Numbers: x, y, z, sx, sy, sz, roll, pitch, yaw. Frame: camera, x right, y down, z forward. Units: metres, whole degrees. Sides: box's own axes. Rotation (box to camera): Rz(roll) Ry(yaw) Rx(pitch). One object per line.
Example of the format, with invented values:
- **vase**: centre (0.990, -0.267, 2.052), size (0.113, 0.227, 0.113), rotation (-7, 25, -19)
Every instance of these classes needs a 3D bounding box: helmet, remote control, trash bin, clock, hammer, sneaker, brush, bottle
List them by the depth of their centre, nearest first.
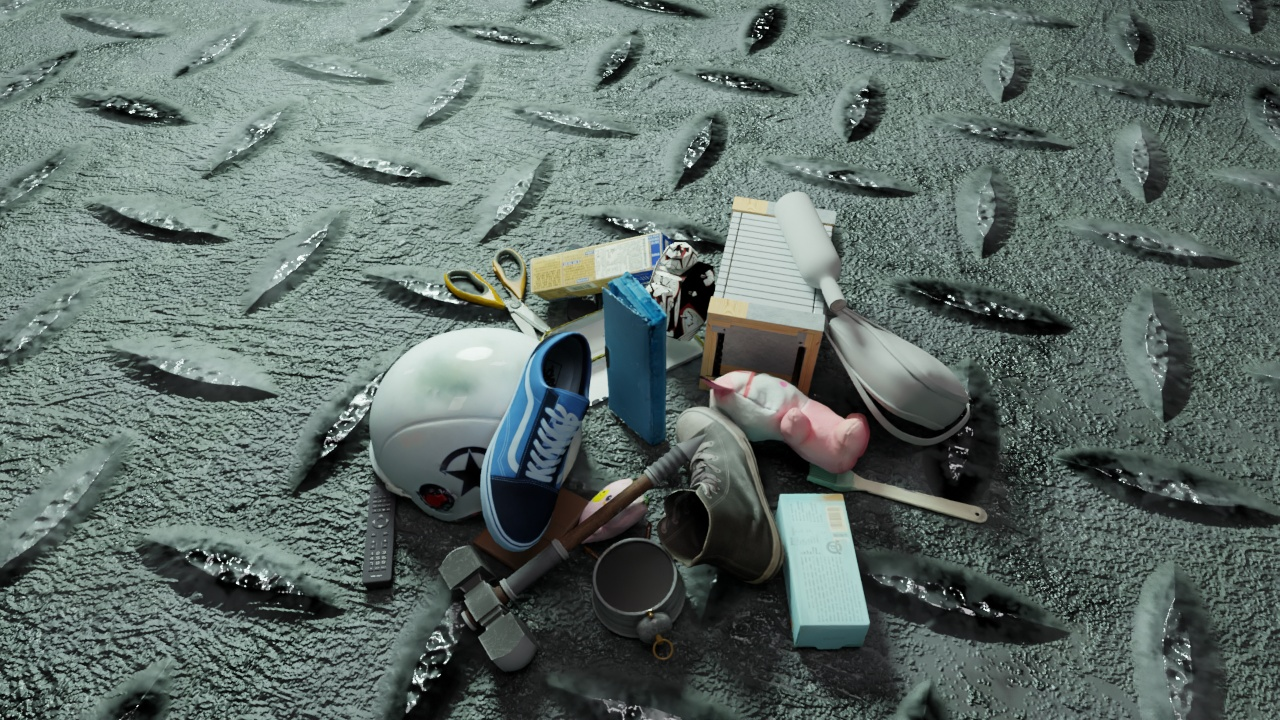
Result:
- **sneaker**: centre (-0.104, 0.077, 0.964), size (0.083, 0.098, 0.240), rotation (20, 68, -21)
- **clock**: centre (0.001, 0.254, 0.987), size (0.104, 0.056, 0.147), rotation (-19, 49, -9)
- **hammer**: centre (-0.056, 0.180, 0.991), size (0.322, 0.043, 0.156), rotation (-38, 56, -7)
- **sneaker**: centre (0.068, 0.141, 1.046), size (0.119, 0.095, 0.234), rotation (20, 42, -38)
- **remote control**: centre (-0.299, 0.200, 1.057), size (0.032, 0.015, 0.136), rotation (-5, 44, -7)
- **helmet**: centre (-0.205, 0.052, 1.095), size (0.264, 0.164, 0.236), rotation (2, 44, 5)
- **brush**: centre (0.312, 0.162, 1.119), size (0.218, 0.012, 0.033), rotation (14, 47, 9)
- **bottle**: centre (0.221, -0.136, 1.169), size (0.052, 0.053, 0.195), rotation (-6, 47, -8)
- **clock**: centre (0.053, -0.090, 1.206), size (0.065, 0.155, 0.114), rotation (20, 75, 27)
- **trash bin**: centre (0.175, -0.084, 1.255), size (0.142, 0.143, 0.246), rotation (10, 47, 7)
- **remote control**: centre (-0.086, -0.100, 1.352), size (0.046, 0.009, 0.124), rotation (-1, 47, -3)

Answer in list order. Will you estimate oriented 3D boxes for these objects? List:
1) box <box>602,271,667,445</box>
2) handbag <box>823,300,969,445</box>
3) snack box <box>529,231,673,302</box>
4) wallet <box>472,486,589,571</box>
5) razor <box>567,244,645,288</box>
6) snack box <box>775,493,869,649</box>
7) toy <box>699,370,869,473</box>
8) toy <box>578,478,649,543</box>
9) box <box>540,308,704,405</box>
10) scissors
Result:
- **box**: centre (-0.007, 0.007, 1.103), size (0.048, 0.232, 0.093), rotation (-23, 54, -18)
- **handbag**: centre (0.315, -0.001, 1.198), size (0.215, 0.096, 0.222), rotation (19, 26, -44)
- **snack box**: centre (-0.052, -0.129, 1.289), size (0.207, 0.057, 0.056), rotation (-8, 74, 22)
- **wallet**: centre (-0.125, 0.191, 1.073), size (0.087, 0.013, 0.120), rotation (24, 50, 25)
- **razor**: centre (-0.054, -0.126, 1.348), size (0.143, 0.047, 0.052), rotation (40, 21, 26)
- **snack box**: centre (0.199, 0.230, 1.021), size (0.075, 0.053, 0.174), rotation (0, 45, -2)
- **toy**: centre (0.175, 0.069, 1.132), size (0.213, 0.084, 0.141), rotation (23, 7, 15)
- **toy**: centre (-0.034, 0.175, 1.058), size (0.093, 0.050, 0.102), rotation (-33, 9, -2)
- **box**: centre (-0.023, -0.020, 1.263), size (0.209, 0.039, 0.129), rotation (-24, 65, -24)
- **scissors**: centre (-0.182, -0.094, 1.339), size (0.225, 0.016, 0.161), rotation (33, 54, 26)
